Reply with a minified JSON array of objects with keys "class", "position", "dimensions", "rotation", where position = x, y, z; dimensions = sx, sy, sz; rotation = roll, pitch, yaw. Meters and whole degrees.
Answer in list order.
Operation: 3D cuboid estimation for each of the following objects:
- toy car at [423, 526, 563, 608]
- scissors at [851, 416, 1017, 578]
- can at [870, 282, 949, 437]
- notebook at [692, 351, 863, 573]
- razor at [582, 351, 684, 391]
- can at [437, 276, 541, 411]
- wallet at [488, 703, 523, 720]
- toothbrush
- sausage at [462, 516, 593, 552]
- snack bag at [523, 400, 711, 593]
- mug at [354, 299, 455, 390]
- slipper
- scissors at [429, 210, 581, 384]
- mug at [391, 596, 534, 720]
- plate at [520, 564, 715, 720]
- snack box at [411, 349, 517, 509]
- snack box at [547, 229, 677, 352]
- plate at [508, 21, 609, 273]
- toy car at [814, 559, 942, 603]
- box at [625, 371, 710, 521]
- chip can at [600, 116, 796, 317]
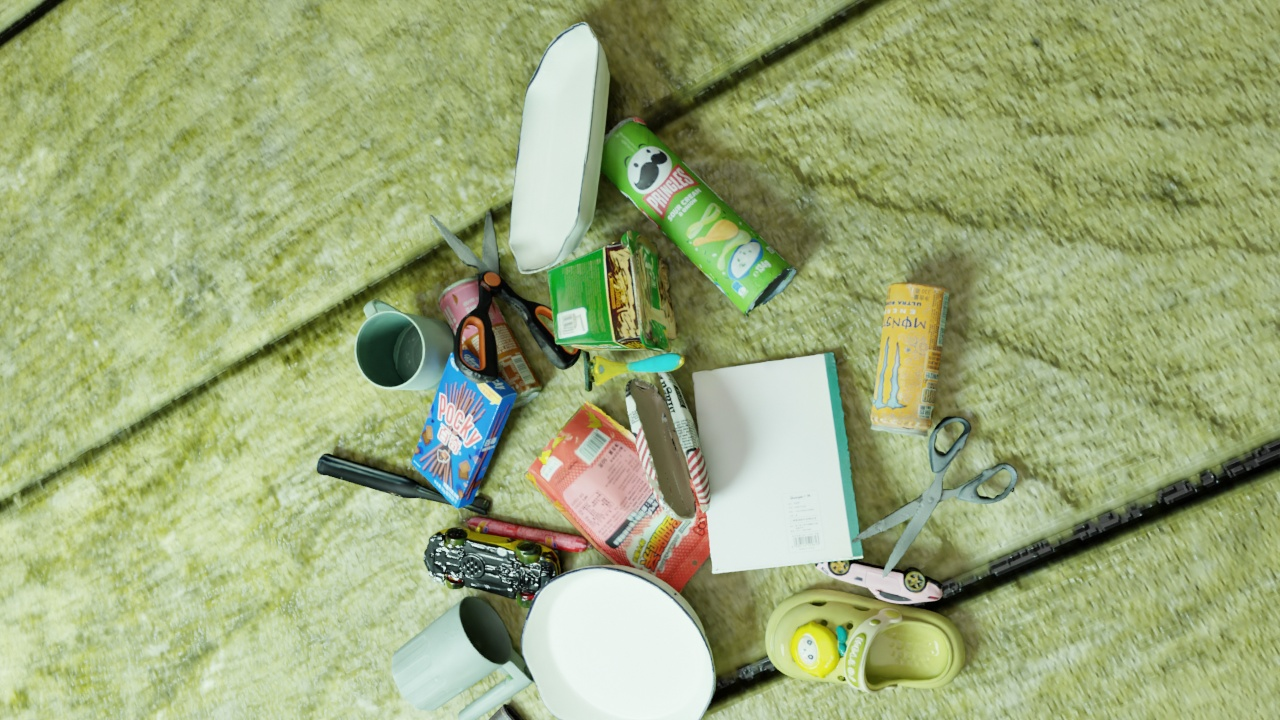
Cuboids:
[{"class":"toy car","position":[-0.162,0.221,1.002],"dimensions":[0.156,0.041,0.071],"rotation":[8,110,12]},{"class":"scissors","position":[0.283,0.129,0.883],"dimensions":[0.159,0.014,0.171],"rotation":[4,75,2]},{"class":"can","position":[0.262,-0.001,0.895],"dimensions":[0.058,0.058,0.146],"rotation":[8,89,15]},{"class":"notebook","position":[0.134,0.101,0.923],"dimensions":[0.150,0.012,0.209],"rotation":[-9,71,15]},{"class":"razor","position":[-0.006,0.005,0.935],"dimensions":[0.133,0.028,0.043],"rotation":[-8,81,39]},{"class":"can","position":[-0.166,-0.017,1.009],"dimensions":[0.058,0.058,0.147],"rotation":[-31,80,11]},{"class":"wallet","position":[-0.156,0.453,1.008],"dimensions":[0.096,0.020,0.122],"rotation":[45,101,12]},{"class":"toothbrush","position":[-0.271,0.143,1.048],"dimensions":[0.213,0.026,0.027],"rotation":[13,58,13]},{"class":"sausage","position":[-0.125,0.192,1.010],"dimensions":[0.156,0.020,0.020],"rotation":[8,89,15]},{"class":"snack bag","position":[-0.013,0.147,0.962],"dimensions":[0.208,0.073,0.128],"rotation":[39,89,7]},{"class":"mug","position":[-0.257,-0.020,1.008],"dimensions":[0.082,0.106,0.111],"rotation":[-40,79,11]},{"class":"slipper","position":[0.215,0.275,0.886],"dimensions":[0.191,0.081,0.091],"rotation":[2,86,12]},{"class":"scissors","position":[-0.151,-0.064,0.993],"dimensions":[0.223,0.022,0.220],"rotation":[25,50,-14]},{"class":"mug","position":[-0.192,0.333,0.998],"dimensions":[0.103,0.083,0.124],"rotation":[-37,104,11]},{"class":"plate","position":[-0.020,0.299,0.941],"dimensions":[0.205,0.045,0.205],"rotation":[5,104,19]},{"class":"snack box","position":[-0.194,0.075,0.994],"dimensions":[0.084,0.026,0.157],"rotation":[38,119,25]},{"class":"snack box","position":[-0.033,-0.059,0.949],"dimensions":[0.106,0.117,0.118],"rotation":[-11,82,19]},{"class":"plate","position":[-0.081,-0.219,0.968],"dimensions":[0.162,0.034,0.265],"rotation":[-8,74,56]},{"class":"toy car","position":[0.231,0.214,0.896],"dimensions":[0.122,0.056,0.037],"rotation":[10,83,16]},{"class":"box","position":[0.042,0.078,0.926],"dimensions":[0.079,0.074,0.163],"rotation":[-33,53,22]},{"class":"chip can","position":[0.054,-0.150,0.950],"dimensions":[0.072,0.072,0.236],"rotation":[-46,78,9]}]
